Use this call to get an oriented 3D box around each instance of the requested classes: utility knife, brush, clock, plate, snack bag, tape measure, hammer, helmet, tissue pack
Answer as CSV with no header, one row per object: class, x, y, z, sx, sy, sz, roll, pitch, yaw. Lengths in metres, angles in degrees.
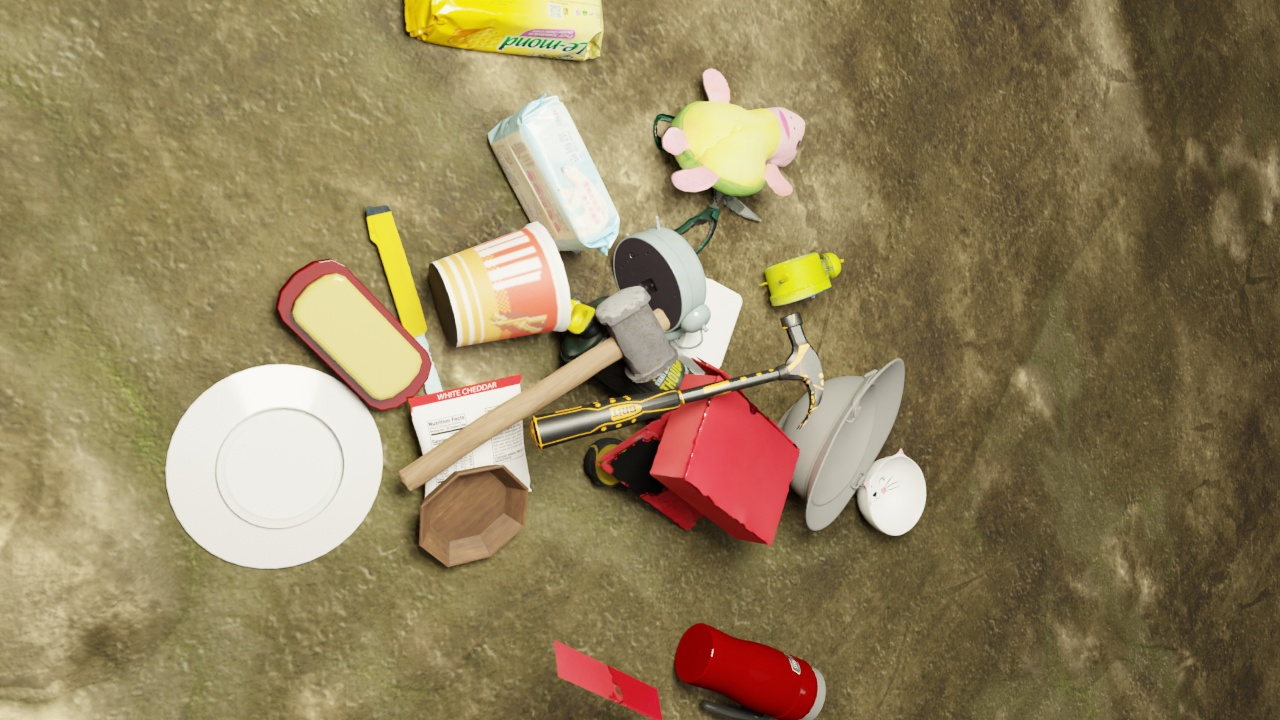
utility knife,-0.252,-0.058,0.991,0.030,0.019,0.225,-20,100,-24
brush,-0.293,-0.025,0.947,0.082,0.042,0.173,-45,112,-11
clock,0.029,-0.086,1.092,0.045,0.123,0.159,-31,97,-31
plate,-0.186,0.165,1.009,0.131,0.025,0.131,-17,126,-25
snack bag,-0.185,0.097,1.018,0.130,0.039,0.144,-13,110,-29
tape measure,-0.037,0.125,1.113,0.061,0.034,0.061,14,84,-28
hammer,-0.111,0.039,0.979,0.328,0.052,0.098,-32,119,-7
plate,-0.365,0.108,0.931,0.208,0.015,0.208,-1,92,-30
snack bag,-0.147,-0.426,1.014,0.246,0.068,0.159,-5,95,-30
hammer,0.041,0.043,0.974,0.320,0.036,0.123,-14,86,-8
clock,0.219,-0.111,1.229,0.118,0.083,0.057,-21,95,-26
helmet,0.247,0.092,1.237,0.270,0.118,0.183,-51,145,-26
tissue pack,-0.093,-0.200,1.026,0.069,0.112,0.182,-35,109,-24

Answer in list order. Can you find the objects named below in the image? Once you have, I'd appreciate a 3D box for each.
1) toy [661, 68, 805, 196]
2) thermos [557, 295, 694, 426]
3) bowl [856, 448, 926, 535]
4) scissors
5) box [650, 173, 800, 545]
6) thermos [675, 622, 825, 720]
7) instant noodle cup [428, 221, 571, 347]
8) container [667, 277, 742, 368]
toy,0.116,-0.270,1.146,0.237,0.088,0.190,-28,79,-37
thermos,-0.006,0.006,1.096,0.220,0.098,0.098,38,73,-32
bowl,0.356,0.193,1.334,0.114,0.051,0.114,-1,92,-30
scissors,0.071,-0.204,1.178,0.201,0.015,0.204,33,74,-25
box,0.090,-0.011,1.180,0.171,0.477,0.214,-32,136,17
thermos,0.139,0.421,1.200,0.198,0.084,0.108,28,96,-26
instant noodle cup,-0.156,-0.076,0.995,0.121,0.123,0.123,-18,100,-21
container,0.078,-0.045,1.166,0.080,0.050,0.129,25,79,-28
